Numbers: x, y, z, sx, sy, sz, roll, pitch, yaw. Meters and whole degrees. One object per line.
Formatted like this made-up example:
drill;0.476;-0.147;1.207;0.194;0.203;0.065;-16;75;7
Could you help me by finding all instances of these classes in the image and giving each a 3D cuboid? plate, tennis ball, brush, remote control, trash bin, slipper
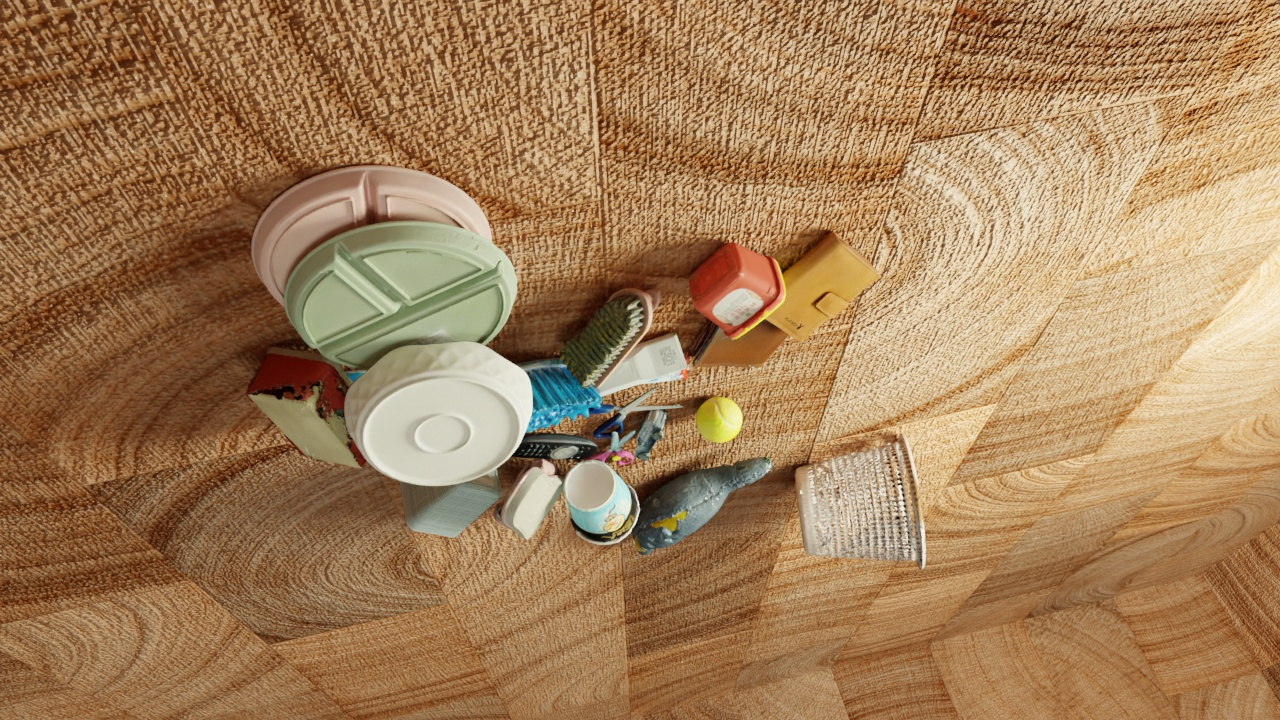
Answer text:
plate;-0.237;-0.055;0.927;0.230;0.027;0.231;-10;148;-7
plate;-0.219;0.067;1.011;0.204;0.045;0.205;-8;133;-9
tennis ball;0.111;0.084;1.305;0.065;0.065;0.066;-11;147;-8
brush;-0.032;-0.032;1.078;0.072;0.063;0.146;-24;161;-51
remote control;-0.125;0.120;1.294;0.136;0.024;0.053;6;143;-33
remote control;-0.007;0.007;1.155;0.125;0.024;0.049;-19;108;3
trash bin;0.365;0.246;1.548;0.192;0.227;0.228;-8;149;10
brush;-0.207;0.040;1.091;0.314;0.109;0.061;-11;156;-23
slipper;-0.159;0.191;1.287;0.114;0.054;0.274;-57;172;-8
plate;-0.259;-0.098;0.904;0.229;0.028;0.230;-11;148;-7

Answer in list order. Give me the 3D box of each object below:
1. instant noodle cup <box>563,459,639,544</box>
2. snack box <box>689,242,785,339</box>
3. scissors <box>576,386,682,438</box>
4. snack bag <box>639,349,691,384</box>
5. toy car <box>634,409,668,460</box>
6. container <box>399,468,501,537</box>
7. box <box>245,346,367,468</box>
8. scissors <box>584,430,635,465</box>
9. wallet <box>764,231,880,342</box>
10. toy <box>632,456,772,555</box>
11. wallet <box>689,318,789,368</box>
instant noodle cup;-0.065;0.204;1.357;0.111;0.111;0.120;-17;153;1
snack box;0.108;-0.081;1.044;0.080;0.081;0.091;26;129;-34
scissors;-0.032;0.071;1.252;0.175;0.012;0.163;1;151;-12
snack bag;0.018;0.013;1.192;0.104;0.026;0.048;-9;128;-9
toy car;0.013;0.107;1.320;0.034;0.042;0.091;21;136;-6
container;-0.259;0.174;1.261;0.112;0.090;0.089;-39;141;27
box;-0.363;0.064;1.030;0.091;0.076;0.168;9;150;12
scissors;-0.047;0.129;1.341;0.093;0.017;0.137;-7;154;-3
wallet;0.211;-0.086;1.107;0.132;0.031;0.107;-40;135;22
toy;0.068;0.247;1.512;0.137;0.091;0.358;0;148;-45
wallet;0.135;-0.031;1.174;0.124;0.032;0.101;1;141;-28
